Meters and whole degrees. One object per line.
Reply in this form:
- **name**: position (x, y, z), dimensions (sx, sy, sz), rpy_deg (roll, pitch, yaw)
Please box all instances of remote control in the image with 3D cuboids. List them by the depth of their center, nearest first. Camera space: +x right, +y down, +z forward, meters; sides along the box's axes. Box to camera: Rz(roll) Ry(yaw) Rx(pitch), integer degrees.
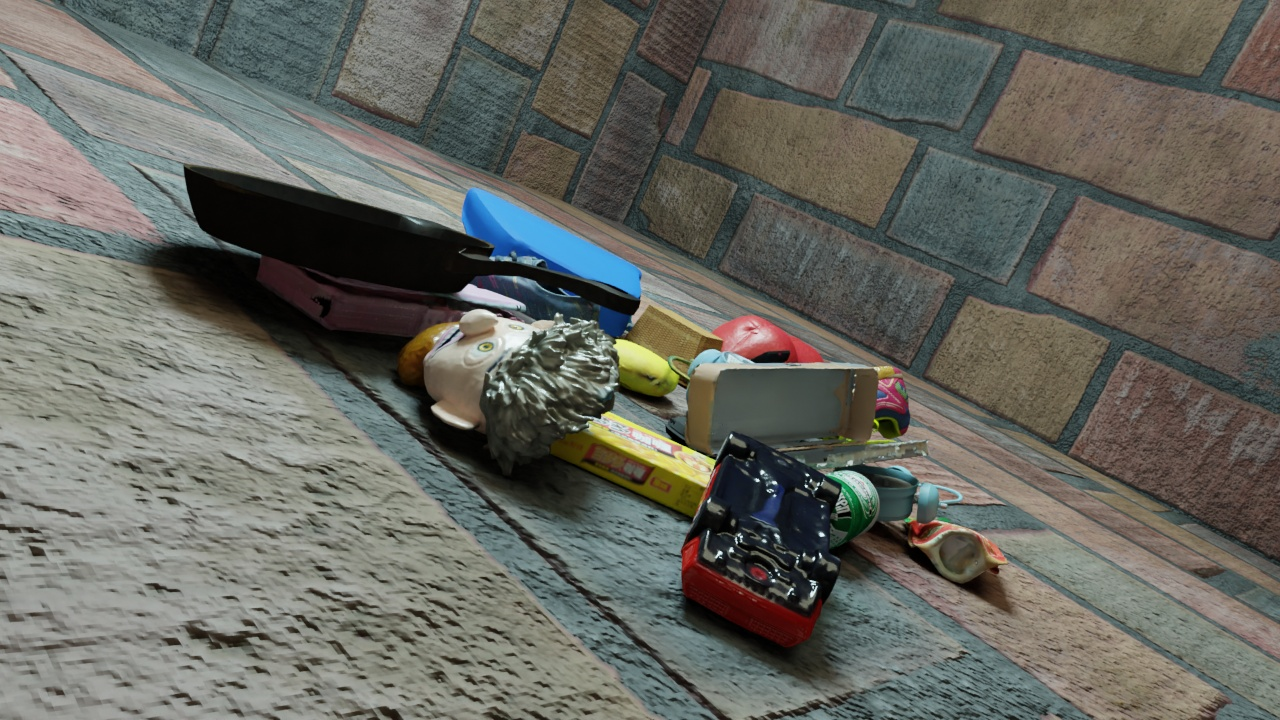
- **remote control**: position (0.111, 0.015, 0.998), dimensions (0.039, 0.010, 0.125), rpy_deg (-3, -18, -35)

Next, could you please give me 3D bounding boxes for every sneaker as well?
- **sneaker**: position (-0.133, -0.075, 0.910), dimensions (0.235, 0.079, 0.087), rpy_deg (29, 12, 22)
- **sneaker**: position (0.187, 0.055, 0.991), dimensions (0.241, 0.091, 0.116), rpy_deg (-1, -15, -18)

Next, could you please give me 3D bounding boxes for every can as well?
- **can**: position (0.146, 0.112, 0.694), dimensions (0.053, 0.053, 0.101), rpy_deg (30, 12, 26)

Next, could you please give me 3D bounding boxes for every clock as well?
- **clock**: position (0.226, 0.115, 0.814), dimensions (0.123, 0.042, 0.087), rpy_deg (2, 9, -10)
- **clock**: position (0.098, 0.036, 0.885), dimensions (0.162, 0.060, 0.118), rpy_deg (34, 14, -2)

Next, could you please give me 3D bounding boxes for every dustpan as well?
- **dustpan**: position (-0.082, -0.083, 1.028), dimensions (0.245, 0.060, 0.257), rpy_deg (24, 17, -24)

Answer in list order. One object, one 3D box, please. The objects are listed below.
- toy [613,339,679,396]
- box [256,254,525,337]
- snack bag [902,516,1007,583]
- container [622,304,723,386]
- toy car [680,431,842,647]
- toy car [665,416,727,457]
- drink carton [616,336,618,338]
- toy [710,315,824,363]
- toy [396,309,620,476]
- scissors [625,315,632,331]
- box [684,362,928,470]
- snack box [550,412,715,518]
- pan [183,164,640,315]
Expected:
- **toy**: position (-0.005, 0.005, 0.913), dimensions (0.095, 0.041, 0.094), rpy_deg (20, 9, -27)
- **box**: position (-0.194, -0.055, 0.759), dimensions (0.098, 0.046, 0.232), rpy_deg (31, 12, 27)
- **snack bag**: position (0.277, 0.161, 0.822), dimensions (0.087, 0.044, 0.155), rpy_deg (15, 2, 13)
- **container**: position (0.041, -0.017, 1.073), dimensions (0.114, 0.061, 0.063), rpy_deg (32, 12, 33)
- **toy car**: position (0.074, 0.099, 0.553), dimensions (0.081, 0.056, 0.189), rpy_deg (27, 22, 4)
- **toy car**: position (0.062, 0.062, 0.793), dimensions (0.091, 0.036, 0.042), rpy_deg (14, 15, -46)
- **drink carton**: position (-0.080, -0.062, 1.115), dimensions (0.122, 0.039, 0.069), rpy_deg (29, 10, -15)
- **toy**: position (0.158, 0.003, 1.172), dimensions (0.148, 0.099, 0.216), rpy_deg (22, 3, 32)
- **toy**: position (-0.089, 0.002, 0.591), dimensions (0.176, 0.076, 0.132), rpy_deg (12, 31, 31)
- **scissors**: position (-0.016, -0.040, 1.132), dimensions (0.103, 0.015, 0.133), rpy_deg (44, 14, 10)
- **box**: position (0.139, 0.045, 0.777), dimensions (0.215, 0.107, 0.095), rpy_deg (0, -17, -39)
- **snack box**: position (0.003, 0.070, 0.646), dimensions (0.152, 0.025, 0.075), rpy_deg (25, 11, -2)
- **pan**: position (-0.169, -0.078, 0.682), dimensions (0.356, 0.043, 0.248), rpy_deg (18, 8, 16)
